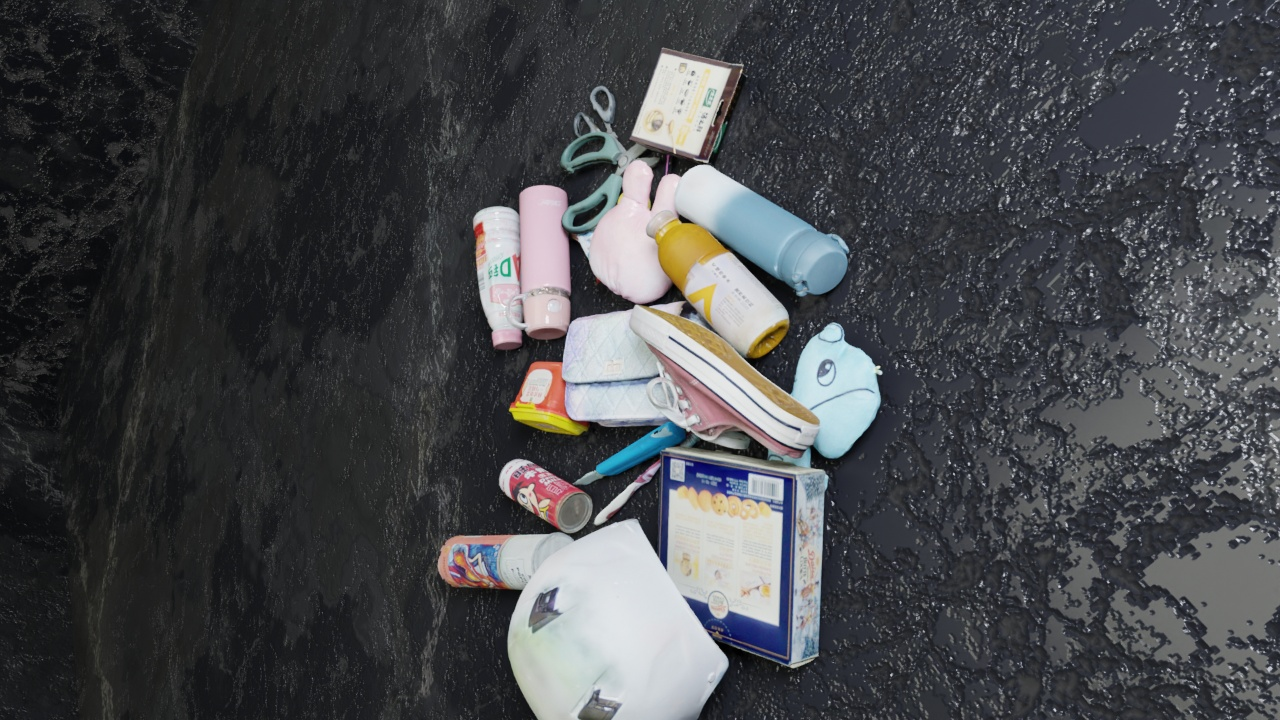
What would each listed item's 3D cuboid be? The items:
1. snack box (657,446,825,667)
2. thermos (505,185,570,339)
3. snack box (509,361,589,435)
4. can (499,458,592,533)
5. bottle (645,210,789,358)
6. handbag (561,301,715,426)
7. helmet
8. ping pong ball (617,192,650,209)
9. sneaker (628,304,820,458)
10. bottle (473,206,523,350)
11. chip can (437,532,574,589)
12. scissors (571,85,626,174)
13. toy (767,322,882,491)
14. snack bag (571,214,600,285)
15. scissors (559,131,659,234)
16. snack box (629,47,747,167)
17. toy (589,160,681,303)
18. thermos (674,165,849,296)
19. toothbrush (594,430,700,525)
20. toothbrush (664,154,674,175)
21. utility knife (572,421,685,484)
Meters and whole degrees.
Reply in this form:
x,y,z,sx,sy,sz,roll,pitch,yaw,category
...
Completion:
x,y,z,sx,sy,sz,roll,pitch,yaw,category
0.093,0.186,0.907,0.178,0.045,0.182,5,95,47,snack box
-0.135,-0.129,1.207,0.067,0.087,0.198,146,126,-61,thermos
-0.108,0.045,1.145,0.091,0.082,0.080,2,72,47,snack box
-0.121,0.167,1.146,0.133,0.053,0.053,20,96,46,can
0.075,-0.085,0.964,0.189,0.067,0.068,50,117,24,bottle
-0.006,0.006,1.050,0.194,0.075,0.134,-6,74,44,handbag
-0.051,0.301,0.934,0.229,0.145,0.259,59,137,19,helmet
-0.008,-0.190,1.122,0.040,0.040,0.040,-13,72,44,ping pong ball
0.063,0.030,0.892,0.241,0.118,0.088,40,109,34,sneaker
-0.192,-0.113,1.280,0.068,0.068,0.196,-22,70,41,bottle
-0.171,0.255,1.165,0.215,0.071,0.071,-11,73,45,chip can
-0.035,-0.293,1.195,0.171,0.014,0.150,14,92,46,scissors
0.172,0.049,0.876,0.157,0.049,0.161,-20,72,44,toy
-0.056,-0.141,1.172,0.048,0.026,0.104,-37,56,20,snack bag
-0.050,-0.251,1.178,0.175,0.019,0.176,-41,53,22,scissors
0.061,-0.290,1.058,0.126,0.053,0.113,26,100,33,snack box
0.002,-0.149,1.077,0.121,0.054,0.160,29,111,21,toy
0.124,-0.138,0.960,0.220,0.070,0.070,41,110,42,thermos
0.006,0.139,1.051,0.188,0.016,0.017,-46,61,28,toothbrush
0.038,-0.252,1.113,0.014,0.017,0.189,1,85,47,toothbrush
-0.018,0.114,1.059,0.205,0.034,0.018,-34,49,45,utility knife
